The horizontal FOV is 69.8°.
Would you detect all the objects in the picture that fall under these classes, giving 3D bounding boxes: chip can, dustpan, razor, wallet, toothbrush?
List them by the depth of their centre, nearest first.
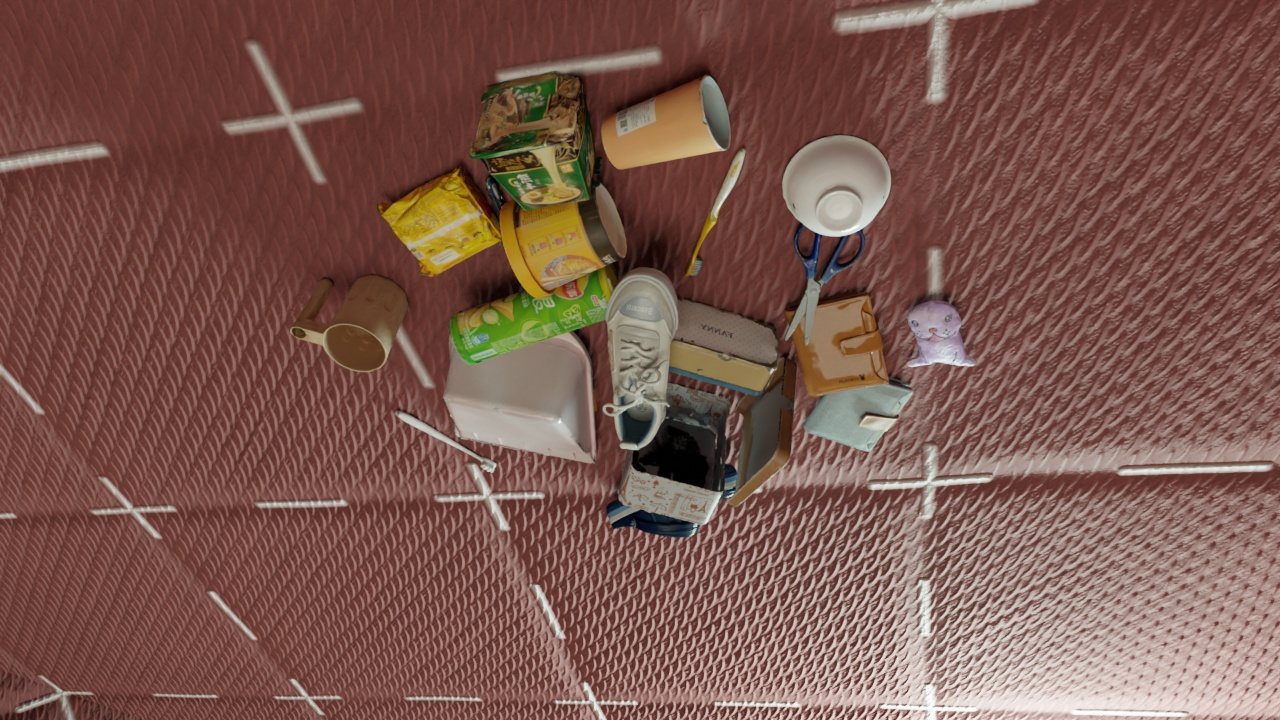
[{"bbox_3d":[0.088,-0.168,1.071,0.018,0.016,0.192,9,136,-15],"label":"toothbrush"},{"bbox_3d":[-0.156,-0.160,1.114,0.022,0.042,0.143,9,137,41],"label":"razor"},{"bbox_3d":[-0.131,-0.058,1.150,0.221,0.072,0.072,-18,129,11],"label":"chip can"},{"bbox_3d":[0.250,-0.020,1.159,0.108,0.031,0.132,-10,119,18],"label":"wallet"},{"bbox_3d":[0.297,0.068,1.247,0.106,0.036,0.130,19,133,-6],"label":"wallet"},{"bbox_3d":[-0.163,0.034,1.302,0.222,0.138,0.274,11,161,5],"label":"dustpan"},{"bbox_3d":[-0.302,0.126,1.423,0.180,0.016,0.016,34,128,-21],"label":"toothbrush"}]

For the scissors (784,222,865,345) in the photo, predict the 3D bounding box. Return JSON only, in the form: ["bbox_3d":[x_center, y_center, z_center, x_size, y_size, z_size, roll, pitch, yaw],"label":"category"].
[{"bbox_3d":[0.202,-0.097,1.100,0.141,0.012,0.171,39,117,-18],"label":"scissors"}]

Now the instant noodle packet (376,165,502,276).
[{"bbox_3d":[-0.240,-0.166,1.111,0.129,0.044,0.111,-20,121,22],"label":"instant noodle packet"}]

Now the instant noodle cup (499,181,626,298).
[{"bbox_3d":[-0.085,-0.145,1.060,0.114,0.118,0.118,-18,129,15],"label":"instant noodle cup"}]

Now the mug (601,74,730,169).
[{"bbox_3d":[0.024,-0.245,0.969,0.123,0.078,0.078,-10,131,25],"label":"mug"}]

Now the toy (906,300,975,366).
[{"bbox_3d":[0.365,-0.032,1.137,0.084,0.038,0.108,-4,134,26],"label":"toy"}]

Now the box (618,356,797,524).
[{"bbox_3d":[0.075,0.090,1.210,0.156,0.179,0.227,27,135,-13],"label":"box"}]

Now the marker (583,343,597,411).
[{"bbox_3d":[-0.074,0.025,1.284,0.015,0.018,0.124,-1,132,4],"label":"marker"}]

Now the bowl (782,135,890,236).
[{"bbox_3d":[0.215,-0.177,0.997,0.118,0.064,0.118,4,127,5],"label":"bowl"}]

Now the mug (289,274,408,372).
[{"bbox_3d":[-0.377,-0.055,1.200,0.124,0.103,0.084,16,134,-5],"label":"mug"}]

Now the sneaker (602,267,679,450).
[{"bbox_3d":[-0.006,0.006,1.090,0.089,0.090,0.243,10,130,12],"label":"sneaker"}]

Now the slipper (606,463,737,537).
[{"bbox_3d":[0.042,0.222,1.368,0.254,0.104,0.095,-27,80,44],"label":"slipper"}]

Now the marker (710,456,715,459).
[{"bbox_3d":[0.088,0.191,1.416,0.022,0.018,0.131,12,136,-15],"label":"marker"}]

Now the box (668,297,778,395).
[{"bbox_3d":[0.082,-0.022,1.164,0.184,0.089,0.059,16,134,-2],"label":"box"}]

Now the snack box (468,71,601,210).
[{"bbox_3d":[-0.106,-0.228,0.989,0.118,0.118,0.106,-6,142,15],"label":"snack box"}]
